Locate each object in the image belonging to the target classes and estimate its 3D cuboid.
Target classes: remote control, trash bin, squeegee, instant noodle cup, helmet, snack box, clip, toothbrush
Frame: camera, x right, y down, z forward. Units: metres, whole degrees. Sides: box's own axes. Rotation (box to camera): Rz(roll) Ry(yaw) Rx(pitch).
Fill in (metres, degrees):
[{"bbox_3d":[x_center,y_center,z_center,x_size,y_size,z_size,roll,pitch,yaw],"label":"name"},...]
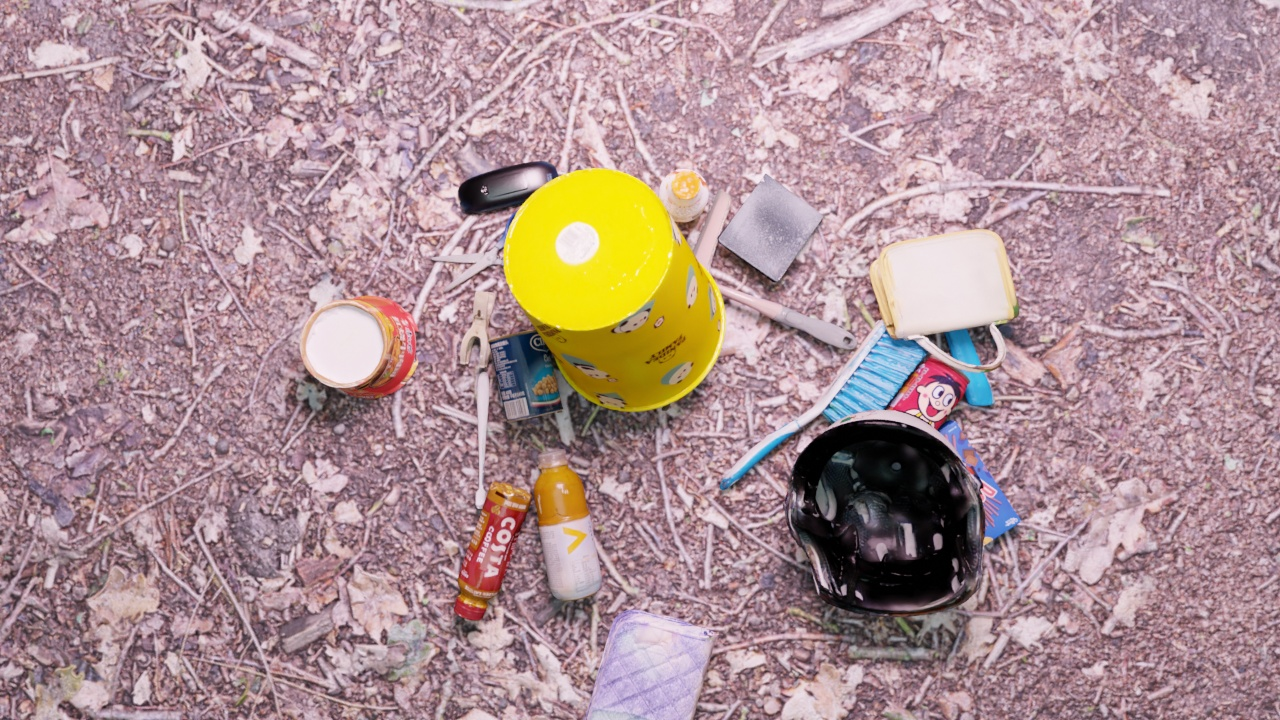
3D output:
[{"bbox_3d":[-0.175,-0.230,1.210,0.136,0.024,0.053,-14,90,1],"label":"remote control"},{"bbox_3d":[-0.030,-0.080,1.060,0.230,0.255,0.229,-3,73,11],"label":"trash bin"},{"bbox_3d":[0.169,-0.066,1.194,0.249,0.040,0.247,22,90,1],"label":"squeegee"},{"bbox_3d":[-0.363,-0.019,1.169,0.138,0.108,0.138,0,89,2],"label":"instant noodle cup"},{"bbox_3d":[0.302,0.169,1.118,0.230,0.156,0.274,-13,106,23],"label":"helmet"},{"bbox_3d":[0.413,0.166,1.191,0.084,0.026,0.157,-33,89,0],"label":"snack box"},{"bbox_3d":[-0.211,-0.042,1.201,0.034,0.071,0.100,9,96,2],"label":"clip"},{"bbox_3d":[-0.208,0.105,1.212,0.016,0.016,0.180,0,87,-1],"label":"toothbrush"}]

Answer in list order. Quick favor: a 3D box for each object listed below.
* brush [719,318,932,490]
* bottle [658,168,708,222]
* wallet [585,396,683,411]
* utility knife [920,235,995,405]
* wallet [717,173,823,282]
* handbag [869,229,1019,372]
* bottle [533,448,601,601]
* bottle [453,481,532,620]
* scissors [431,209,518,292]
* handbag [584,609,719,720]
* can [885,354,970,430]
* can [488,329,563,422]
[{"bbox_3d":[0.238,0.073,1.187,0.109,0.060,0.314,37,92,7],"label":"brush"},{"bbox_3d":[0.055,-0.212,1.163,0.063,0.108,0.063,0,90,0],"label":"bottle"},{"bbox_3d":[-0.007,0.007,1.193,0.131,0.035,0.119,-1,85,12],"label":"wallet"},{"bbox_3d":[0.407,-0.051,1.198,0.034,0.018,0.238,-19,88,-5],"label":"utility knife"},{"bbox_3d":[0.168,-0.172,1.191,0.097,0.019,0.120,36,73,1],"label":"wallet"},{"bbox_3d":[0.385,-0.065,1.153,0.163,0.063,0.178,-9,76,-3],"label":"handbag"},{"bbox_3d":[-0.097,0.210,1.180,0.068,0.068,0.189,-11,89,1],"label":"bottle"},{"bbox_3d":[-0.194,0.247,1.187,0.057,0.057,0.175,19,90,1],"label":"bottle"},{"bbox_3d":[-0.184,-0.137,1.215,0.164,0.012,0.162,33,91,2],"label":"scissors"},{"bbox_3d":[0.009,0.421,1.173,0.134,0.075,0.194,17,91,-3],"label":"handbag"},{"bbox_3d":[0.368,0.047,1.173,0.066,0.066,0.094,38,89,1],"label":"can"},{"bbox_3d":[-0.147,0.021,1.180,0.075,0.075,0.111,-13,89,1],"label":"can"}]
